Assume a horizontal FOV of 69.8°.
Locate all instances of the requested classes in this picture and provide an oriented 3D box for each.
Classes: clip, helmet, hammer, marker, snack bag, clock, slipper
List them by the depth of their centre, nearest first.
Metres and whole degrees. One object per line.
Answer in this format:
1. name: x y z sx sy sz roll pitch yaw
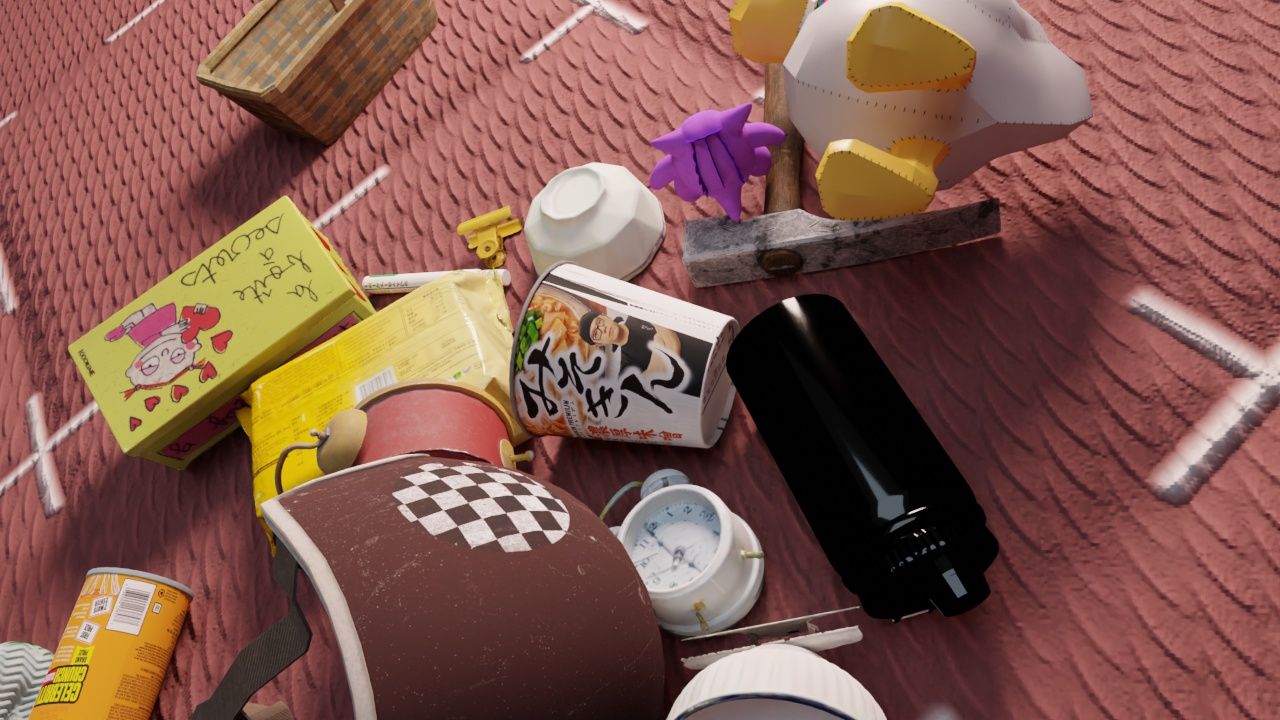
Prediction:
1. helmet: -0.118 0.168 0.465 0.234 0.253 0.233 18 104 45
2. clip: 0.078 0.152 0.506 0.102 0.056 0.046 -17 57 22
3. clock: 0.019 0.114 0.559 0.118 0.057 0.083 28 73 43
4. clock: -0.153 0.081 0.596 0.158 0.117 0.081 4 38 -18
5. slipper: -0.470 0.314 0.621 0.074 0.104 0.244 -15 47 17
6. snack bag: -0.199 0.035 0.701 0.247 0.068 0.159 -29 52 4
7. hammer: 0.150 -0.196 0.719 0.218 0.037 0.299 -7 55 20
8. marker: -0.178 -0.068 0.793 0.146 0.017 0.017 -1 58 24
9. clip: -0.129 -0.103 0.796 0.054 0.044 0.049 -17 89 12

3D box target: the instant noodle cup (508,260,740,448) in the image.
1. instant noodle cup: -0.004 0.004 0.611 0.122 0.124 0.123 11 63 20

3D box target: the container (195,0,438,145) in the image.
1. container: -0.354 -0.374 0.967 0.158 0.186 0.249 22 69 34

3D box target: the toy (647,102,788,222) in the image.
1. toy: 0.053 -0.141 0.645 0.106 0.088 0.055 -19 58 12

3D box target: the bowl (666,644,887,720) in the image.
1. bowl: 0.071 0.186 0.462 0.118 0.118 0.062 -10 26 18

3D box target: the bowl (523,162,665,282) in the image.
1. bowl: -0.044 -0.115 0.736 0.117 0.061 0.117 -11 54 16

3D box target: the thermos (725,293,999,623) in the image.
1. thermos: 0.127 0.060 0.526 0.086 0.086 0.198 -28 51 4

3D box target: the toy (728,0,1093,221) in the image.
1. toy: 0.169 -0.189 0.601 0.247 0.141 0.266 12 32 7

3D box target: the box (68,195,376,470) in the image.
1. box: -0.345 -0.023 0.776 0.221 0.082 0.124 -36 69 -2

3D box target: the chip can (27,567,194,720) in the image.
1. chip can: -0.382 0.258 0.630 0.075 0.075 0.214 -7 56 20
